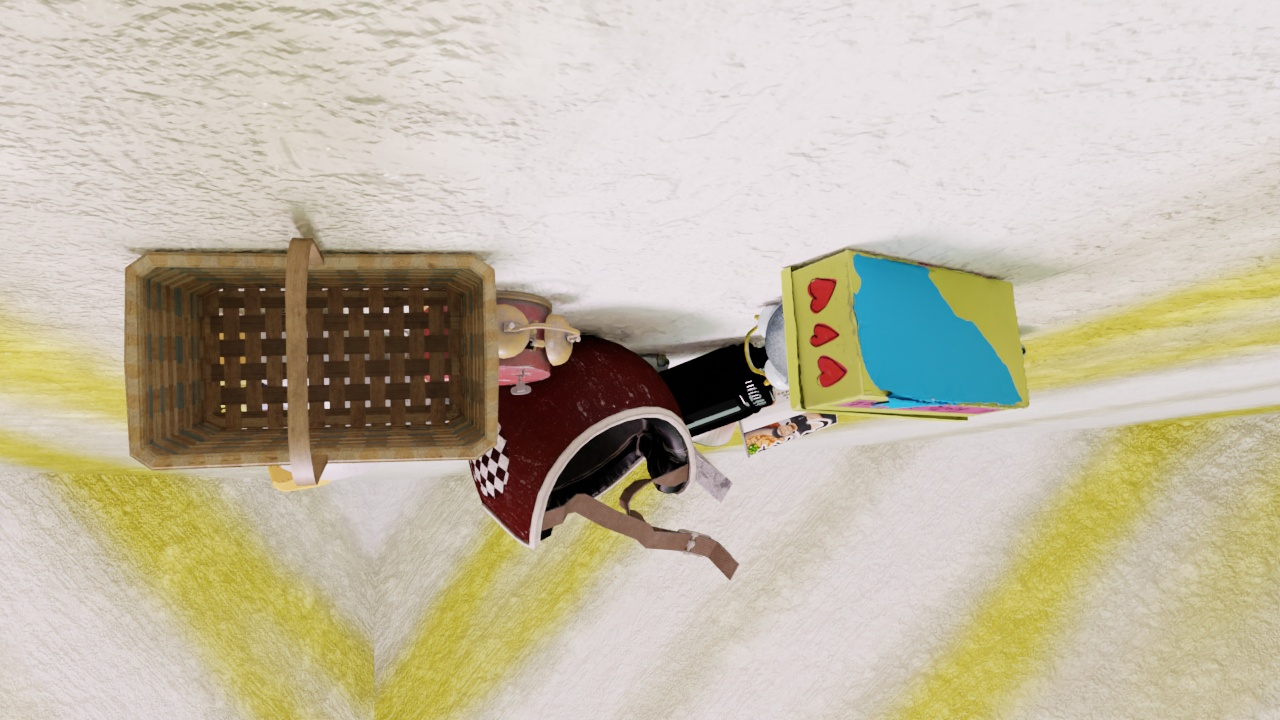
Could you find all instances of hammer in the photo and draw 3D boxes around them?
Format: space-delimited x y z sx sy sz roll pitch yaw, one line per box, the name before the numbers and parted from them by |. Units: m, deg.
hammer | 0.134 0.094 1.320 0.299 0.037 0.217 -7 -139 -46

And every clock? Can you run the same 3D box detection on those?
clock | -0.124 -0.010 0.806 0.159 0.081 0.117 -10 168 38
clock | 0.149 -0.017 0.846 0.118 0.083 0.057 -10 175 30

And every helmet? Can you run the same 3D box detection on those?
helmet | -0.053 0.096 0.949 0.232 0.234 0.253 -15 -143 -30

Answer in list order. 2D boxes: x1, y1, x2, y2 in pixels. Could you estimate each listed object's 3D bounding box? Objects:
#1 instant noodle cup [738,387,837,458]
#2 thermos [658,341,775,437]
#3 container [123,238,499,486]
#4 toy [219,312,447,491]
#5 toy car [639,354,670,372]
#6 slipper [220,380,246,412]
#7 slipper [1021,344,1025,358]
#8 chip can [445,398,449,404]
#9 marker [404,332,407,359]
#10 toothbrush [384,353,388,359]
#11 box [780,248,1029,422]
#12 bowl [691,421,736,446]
instant noodle cup | 0.185 0.053 1.192 0.122 0.123 0.123 -13 169 7
thermos | 0.068 0.041 1.065 0.199 0.086 0.086 -22 164 21
container | -0.225 0.000 0.642 0.249 0.157 0.186 -1 -179 -11
toy | -0.308 0.038 0.900 0.246 0.140 0.268 10 152 -22
toy car | -0.006 0.006 1.095 0.089 0.027 0.039 4 170 -35
slipper | -0.428 0.047 1.072 0.190 0.081 0.092 -2 173 -17
slipper | 0.377 0.018 1.132 0.104 0.074 0.246 0 171 -18
chip can | -0.268 0.053 1.049 0.216 0.075 0.075 -23 160 38
marker | -0.255 -0.008 0.974 0.017 0.017 0.146 0 170 -15
toothbrush | -0.303 0.004 1.038 0.016 0.016 0.181 2 170 -24
box | 0.221 -0.015 0.765 0.220 0.124 0.082 2 167 -34
bowl | 0.081 0.055 1.235 0.118 0.118 0.062 4 124 -36
